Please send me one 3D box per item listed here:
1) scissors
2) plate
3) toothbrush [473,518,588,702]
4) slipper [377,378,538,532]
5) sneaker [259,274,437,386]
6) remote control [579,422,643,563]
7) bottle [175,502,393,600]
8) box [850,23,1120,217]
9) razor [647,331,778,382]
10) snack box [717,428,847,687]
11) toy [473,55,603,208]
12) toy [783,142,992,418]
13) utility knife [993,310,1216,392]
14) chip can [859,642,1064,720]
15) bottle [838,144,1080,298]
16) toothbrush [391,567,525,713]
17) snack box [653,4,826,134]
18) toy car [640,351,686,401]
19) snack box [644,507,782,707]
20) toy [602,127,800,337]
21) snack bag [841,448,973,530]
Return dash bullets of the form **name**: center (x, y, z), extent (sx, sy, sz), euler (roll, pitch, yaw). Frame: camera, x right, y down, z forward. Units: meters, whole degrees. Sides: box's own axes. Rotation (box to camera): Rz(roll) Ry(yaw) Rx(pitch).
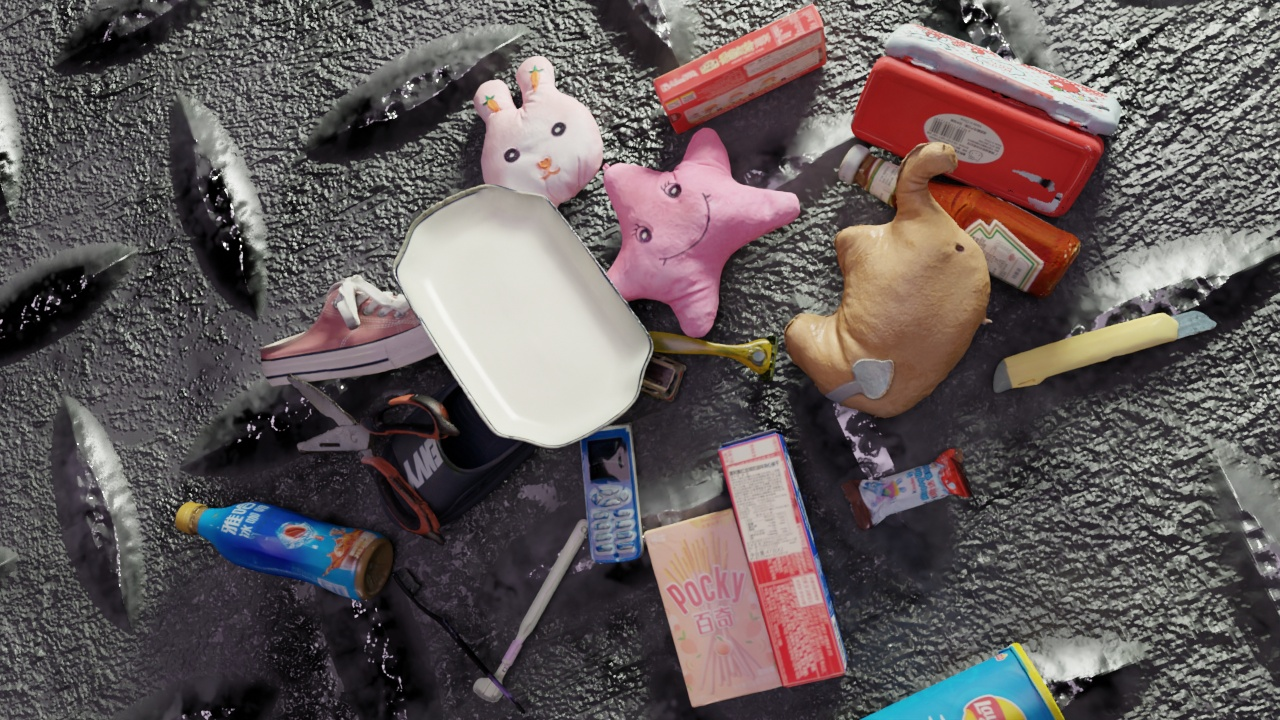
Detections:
- **scissors**: center (-0.241, 0.073, 0.828), extent (0.225, 0.015, 0.190), euler (45, 128, 9)
- **plate**: center (-0.104, -0.040, 0.805), extent (0.161, 0.034, 0.265), euler (-31, 70, -15)
- **toothbrush**: center (-0.097, 0.229, 0.849), extent (0.029, 0.020, 0.189), euler (30, 91, -17)
- **slipper**: center (-0.155, 0.057, 0.840), extent (0.268, 0.083, 0.110), euler (-39, 75, 13)
- **sneaker**: center (-0.261, -0.037, 0.871), extent (0.241, 0.118, 0.088), euler (-10, 103, 17)
- **remote control**: center (-0.026, 0.121, 0.840), extent (0.049, 0.024, 0.125), euler (-7, 82, 12)
- **bottle**: center (-0.349, 0.176, 0.888), extent (0.219, 0.065, 0.065), euler (11, 87, 15)
- **box**: center (0.295, -0.211, 0.793), extent (0.201, 0.100, 0.095), euler (27, 131, 13)
- **razor**: center (0.056, -0.011, 0.821), extent (0.132, 0.028, 0.043), euler (9, 90, 2)
- **snack box**: center (0.123, 0.165, 0.785), extent (0.058, 0.057, 0.207), euler (-17, 81, 13)
- **toy**: center (-0.104, -0.216, 0.879), extent (0.121, 0.054, 0.159), euler (-29, 71, 8)
- **toy**: center (0.219, -0.061, 0.758), extent (0.143, 0.082, 0.226), euler (28, 104, 8)
- **utility knife**: center (0.382, -0.010, 0.762), extent (0.179, 0.019, 0.031), euler (-18, 85, 17)
- **chip can**: center (0.227, 0.306, 0.740), extent (0.210, 0.071, 0.071), euler (-29, 79, 9)
- **bottle**: center (0.265, -0.125, 0.782), extent (0.206, 0.059, 0.060), euler (33, 92, 18)
- **toothbrush**: center (-0.169, 0.257, 0.852), extent (0.189, 0.014, 0.016), euler (39, 78, 22)
- **snack box**: center (0.091, -0.259, 0.824), extent (0.153, 0.075, 0.025), euler (-23, 79, 10)
- **toy car**: center (-0.005, 0.005, 0.842), extent (0.090, 0.035, 0.042), euler (22, 87, 17)
- **snack box**: center (0.064, 0.216, 0.809), extent (0.084, 0.026, 0.157), euler (-18, 81, 10)
- **toy**: center (0.025, -0.116, 0.826), extent (0.178, 0.074, 0.194), euler (40, 94, 19)
- **snack bag**: center (0.228, 0.109, 0.782), extent (0.105, 0.026, 0.045), euler (-21, 83, 12)
